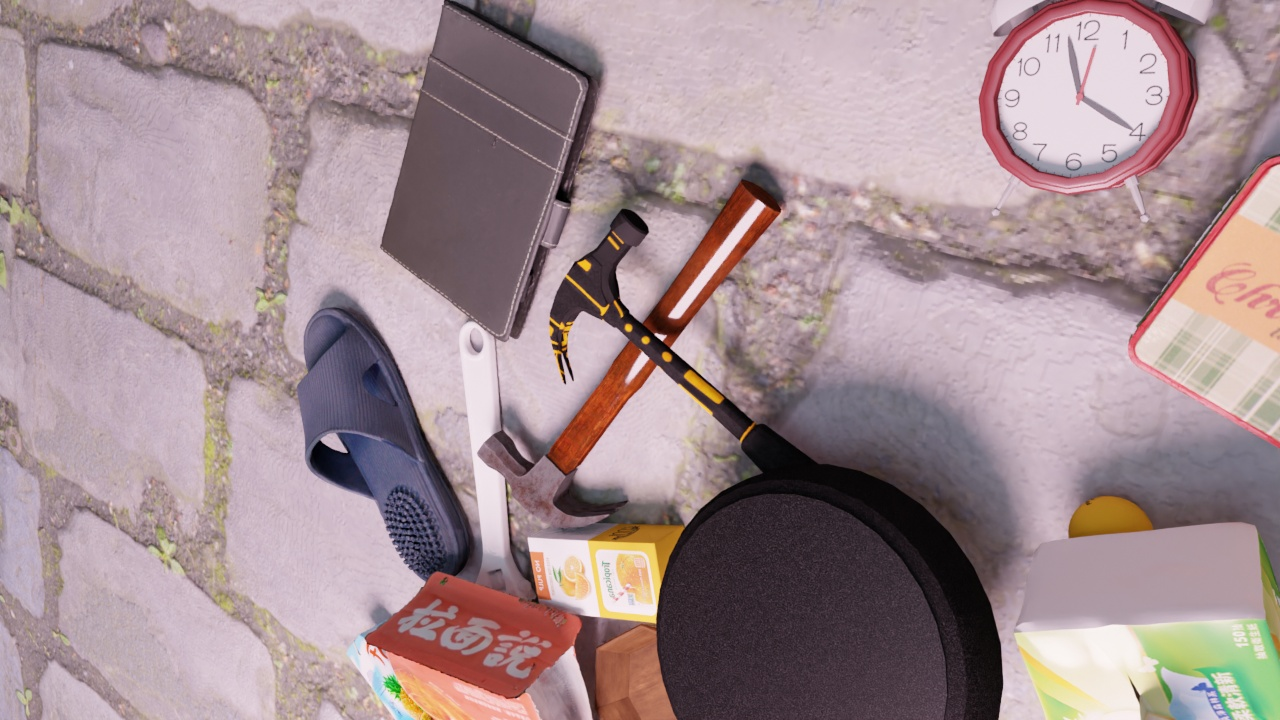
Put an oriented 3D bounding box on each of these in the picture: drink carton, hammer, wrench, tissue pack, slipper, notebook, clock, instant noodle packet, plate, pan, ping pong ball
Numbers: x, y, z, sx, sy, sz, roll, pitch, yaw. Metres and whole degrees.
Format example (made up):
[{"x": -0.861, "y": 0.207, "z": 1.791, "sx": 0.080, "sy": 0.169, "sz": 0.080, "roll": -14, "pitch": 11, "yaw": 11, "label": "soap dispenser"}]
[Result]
[{"x": -0.214, "y": 0.296, "z": 0.835, "sx": 0.129, "sy": 0.044, "sz": 0.039, "roll": 46, "pitch": 121, "yaw": 16, "label": "drink carton"}, {"x": 0.067, "y": 0.048, "z": 0.576, "sx": 0.320, "sy": 0.036, "sz": 0.123, "roll": 43, "pitch": 118, "yaw": 13, "label": "hammer"}, {"x": -0.025, "y": 0.154, "z": 0.677, "sx": 0.123, "sy": 0.040, "sz": 0.058, "roll": -5, "pitch": 97, "yaw": 35, "label": "drink carton"}, {"x": -0.123, "y": 0.103, "z": 0.749, "sx": 0.066, "sy": 0.018, "sz": 0.273, "roll": 1, "pitch": 99, "yaw": 35, "label": "wrench"}, {"x": 0.247, "y": 0.193, "z": 0.413, "sx": 0.121, "sy": 0.141, "sz": 0.197, "roll": -23, "pitch": 101, "yaw": 37, "label": "tissue pack"}, {"x": -0.242, "y": 0.080, "z": 0.787, "sx": 0.101, "sy": 0.082, "sz": 0.263, "roll": -37, "pitch": 79, "yaw": 36, "label": "slipper"}, {"x": -0.118, "y": -0.139, "z": 0.690, "sx": 0.169, "sy": 0.029, "sz": 0.209, "roll": 36, "pitch": 121, "yaw": 26, "label": "notebook"}, {"x": 0.217, "y": -0.139, "z": 0.446, "sx": 0.096, "sy": 0.048, "sz": 0.138, "roll": 9, "pitch": 106, "yaw": 33, "label": "clock"}, {"x": -0.104, "y": 0.292, "z": 0.728, "sx": 0.165, "sy": 0.083, "sz": 0.221, "roll": 5, "pitch": 122, "yaw": 34, "label": "instant noodle packet"}, {"x": 0.024, "y": 0.252, "z": 0.673, "sx": 0.131, "sy": 0.025, "sz": 0.131, "roll": 8, "pitch": 104, "yaw": 33, "label": "plate"}, {"x": 0.068, "y": 0.230, "z": 0.533, "sx": 0.204, "sy": 0.044, "sz": 0.356, "roll": 30, "pitch": 106, "yaw": 36, "label": "pan"}, {"x": 0.245, "y": 0.091, "z": 0.479, "sx": 0.040, "sy": 0.040, "sz": 0.040, "roll": 8, "pitch": 104, "yaw": 33, "label": "ping pong ball"}, {"x": -0.004, "y": 0.004, "z": 0.635, "sx": 0.111, "sy": 0.028, "sz": 0.301, "roll": 44, "pitch": 119, "yaw": 12, "label": "hammer"}]

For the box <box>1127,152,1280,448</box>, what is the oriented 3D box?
[{"x": 0.336, "y": 0.005, "z": 0.395, "sx": 0.205, "sy": 0.050, "sz": 0.118, "roll": 38, "pitch": 118, "yaw": 23, "label": "box"}]
